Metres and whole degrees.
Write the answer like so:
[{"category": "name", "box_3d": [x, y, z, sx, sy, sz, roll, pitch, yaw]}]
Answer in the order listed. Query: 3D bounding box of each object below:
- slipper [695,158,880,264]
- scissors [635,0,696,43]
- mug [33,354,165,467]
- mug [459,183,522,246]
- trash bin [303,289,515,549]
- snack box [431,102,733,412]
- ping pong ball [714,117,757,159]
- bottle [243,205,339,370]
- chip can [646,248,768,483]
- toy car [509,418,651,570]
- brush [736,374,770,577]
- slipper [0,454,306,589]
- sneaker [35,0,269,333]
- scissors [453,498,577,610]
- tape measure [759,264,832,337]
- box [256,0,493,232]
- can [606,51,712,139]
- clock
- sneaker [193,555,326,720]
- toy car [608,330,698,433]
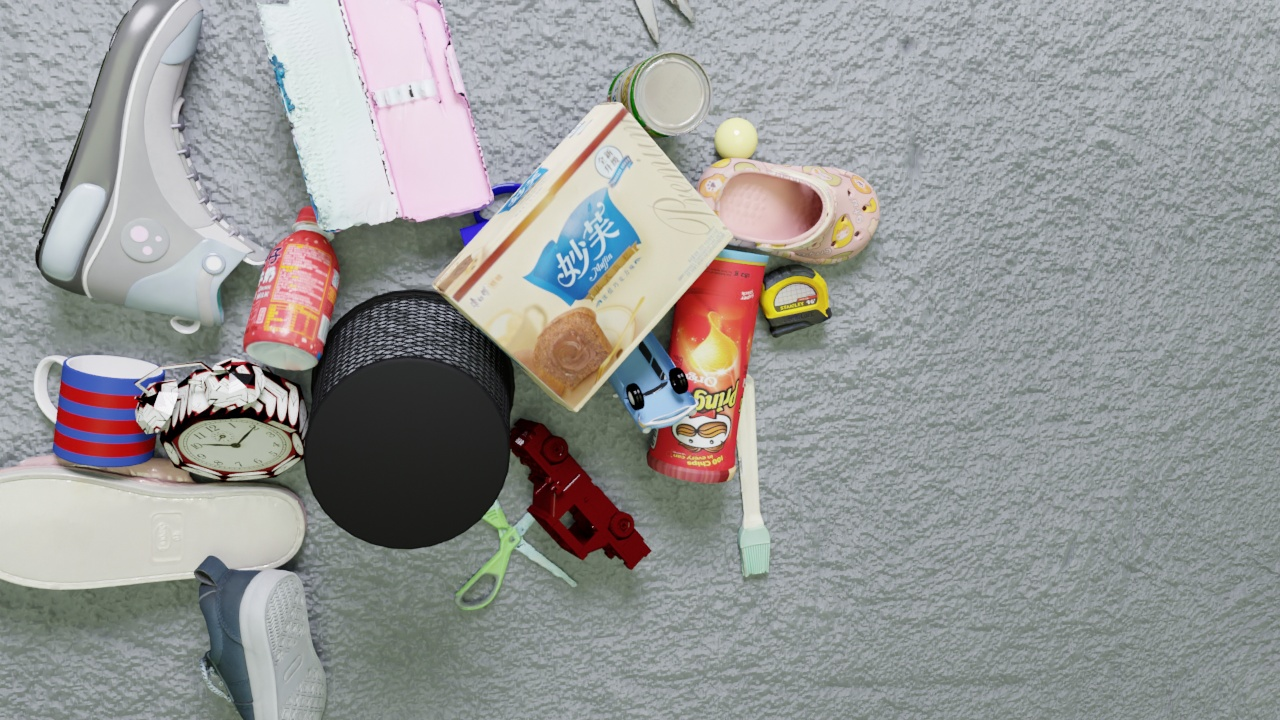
[{"category": "slipper", "box_3d": [0.146, -0.134, 0.848, 0.197, 0.081, 0.093, 3, 105, -23]}, {"category": "scissors", "box_3d": [-0.014, -0.396, 0.797, 0.225, 0.016, 0.175, 42, 91, -18]}, {"category": "mug", "box_3d": [-0.462, 0.037, 0.773, 0.112, 0.075, 0.076, 15, 100, 11]}, {"category": "mug", "box_3d": [-0.113, -0.105, 0.815, 0.083, 0.079, 0.111, -18, 77, -8]}, {"category": "trash bin", "box_3d": [-0.188, 0.048, 0.756, 0.184, 0.210, 0.184, -3, 103, -12]}, {"category": "snack box", "box_3d": [-0.044, -0.083, 0.756, 0.207, 0.055, 0.153, -49, 117, -6]}, {"category": "ping pong ball", "box_3d": [0.088, -0.204, 0.849, 0.040, 0.040, 0.040, -3, 103, -12]}, {"category": "bottle", "box_3d": [-0.284, -0.065, 0.766, 0.062, 0.062, 0.137, 12, 63, -15]}, {"category": "chip can", "box_3d": [0.063, 0.002, 0.867, 0.087, 0.087, 0.213, 6, 100, -14]}, {"category": "toy car", "box_3d": [-0.068, 0.134, 0.867, 0.061, 0.070, 0.170, -45, 109, -18]}, {"category": "brush", "box_3d": [0.112, 0.119, 0.943, 0.033, 0.012, 0.218, -8, 102, -10]}, {"category": "slipper", "box_3d": [-0.437, 0.141, 0.803, 0.274, 0.054, 0.114, 8, 97, -26]}, {"category": "sneaker", "box_3d": [-0.365, -0.155, 0.744, 0.160, 0.093, 0.257, 23, 95, -25]}, {"category": "scissors", "box_3d": [-0.127, 0.175, 0.901, 0.173, 0.021, 0.171, 42, 87, -14]}, {"category": "tape measure", "box_3d": [0.149, -0.062, 0.895, 0.065, 0.037, 0.064, -20, 112, 7]}, {"category": "box", "box_3d": [-0.220, -0.224, 0.752, 0.160, 0.062, 0.230, -18, 97, -28]}, {"category": "can", "box_3d": [0.013, -0.224, 0.786, 0.067, 0.121, 0.067, -3, 102, -12]}, {"category": "clock", "box_3d": [-0.348, 0.038, 0.767, 0.115, 0.065, 0.155, -17, 145, 7]}, {"category": "sneaker", "box_3d": [-0.348, 0.279, 0.830, 0.087, 0.089, 0.236, 6, 117, 9]}, {"category": "toy car", "box_3d": [-0.005, 0.005, 0.831, 0.056, 0.153, 0.055, -20, 143, -18]}]
